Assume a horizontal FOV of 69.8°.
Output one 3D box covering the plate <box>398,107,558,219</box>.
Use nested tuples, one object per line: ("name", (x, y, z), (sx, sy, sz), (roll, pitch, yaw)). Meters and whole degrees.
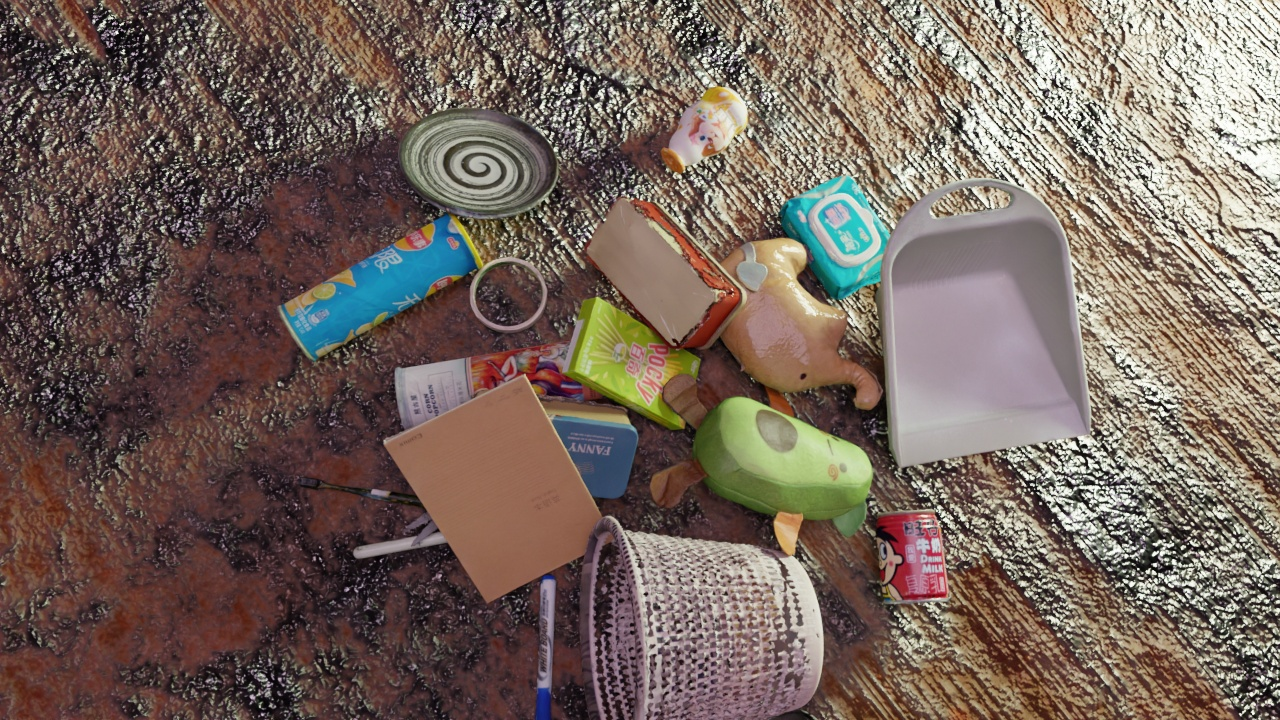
("plate", (-0.182, -0.219, 1.035), (0.179, 0.024, 0.179), (7, 52, -9))

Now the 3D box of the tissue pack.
("tissue pack", (0.230, -0.139, 1.045), (0.093, 0.050, 0.133), (-31, 81, -11))

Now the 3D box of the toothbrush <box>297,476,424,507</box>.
("toothbrush", (-0.269, 0.142, 0.968), (0.186, 0.017, 0.012), (10, 73, -1))

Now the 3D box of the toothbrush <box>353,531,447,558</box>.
("toothbrush", (-0.206, 0.183, 0.963), (0.189, 0.029, 0.020), (-11, 118, -4))

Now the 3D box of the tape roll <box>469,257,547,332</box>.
("tape roll", (-0.148, -0.073, 1.028), (0.086, 0.014, 0.085), (1, 77, -3))

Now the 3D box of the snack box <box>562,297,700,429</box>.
("snack box", (-0.006, 0.006, 0.963), (0.156, 0.026, 0.085), (30, 65, -33))

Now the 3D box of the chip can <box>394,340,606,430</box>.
("chip can", (-0.146, 0.025, 0.976), (0.214, 0.071, 0.071), (-10, 77, -6))

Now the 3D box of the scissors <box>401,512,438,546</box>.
("scissors", (-0.176, 0.126, 0.972), (0.172, 0.014, 0.146), (0, 75, -9))

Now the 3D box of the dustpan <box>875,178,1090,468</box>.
("dustpan", (0.357, -0.046, 0.962), (0.222, 0.143, 0.257), (-9, 69, -4))

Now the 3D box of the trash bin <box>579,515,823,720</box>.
("trash bin", (0.057, 0.260, 0.872), (0.192, 0.228, 0.227), (1, 76, -16))

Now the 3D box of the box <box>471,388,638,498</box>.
("box", (-0.088, 0.086, 0.940), (0.184, 0.061, 0.090), (7, 112, -11))

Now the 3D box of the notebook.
("notebook", (-0.135, 0.131, 0.913), (0.149, 0.012, 0.211), (-26, 114, 0))

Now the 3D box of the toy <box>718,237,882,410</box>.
("toy", (0.164, -0.027, 1.001), (0.143, 0.082, 0.226), (-31, 82, -7))

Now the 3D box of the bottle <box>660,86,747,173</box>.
("bottle", (0.072, -0.264, 1.060), (0.063, 0.063, 0.108), (43, 78, 7))

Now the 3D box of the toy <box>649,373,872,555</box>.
("toy", (0.133, 0.101, 0.951), (0.246, 0.090, 0.226), (14, 51, -13))

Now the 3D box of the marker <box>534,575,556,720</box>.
("marker", (-0.097, 0.295, 0.942), (0.017, 0.017, 0.145), (2, 77, -3))

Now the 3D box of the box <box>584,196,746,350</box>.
("box", (0.021, -0.095, 0.974), (0.168, 0.080, 0.091), (48, 116, 23))

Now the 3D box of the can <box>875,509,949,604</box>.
("can", (0.283, 0.205, 0.958), (0.066, 0.066, 0.093), (-2, 77, -4))

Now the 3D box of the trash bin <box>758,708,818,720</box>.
("trash bin", (0.119, 0.468, 0.831), (0.198, 0.199, 0.219), (-20, 85, -8))

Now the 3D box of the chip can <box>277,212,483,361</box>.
("chip can", (-0.279, -0.081, 0.993), (0.210, 0.071, 0.071), (-31, 80, -10))
